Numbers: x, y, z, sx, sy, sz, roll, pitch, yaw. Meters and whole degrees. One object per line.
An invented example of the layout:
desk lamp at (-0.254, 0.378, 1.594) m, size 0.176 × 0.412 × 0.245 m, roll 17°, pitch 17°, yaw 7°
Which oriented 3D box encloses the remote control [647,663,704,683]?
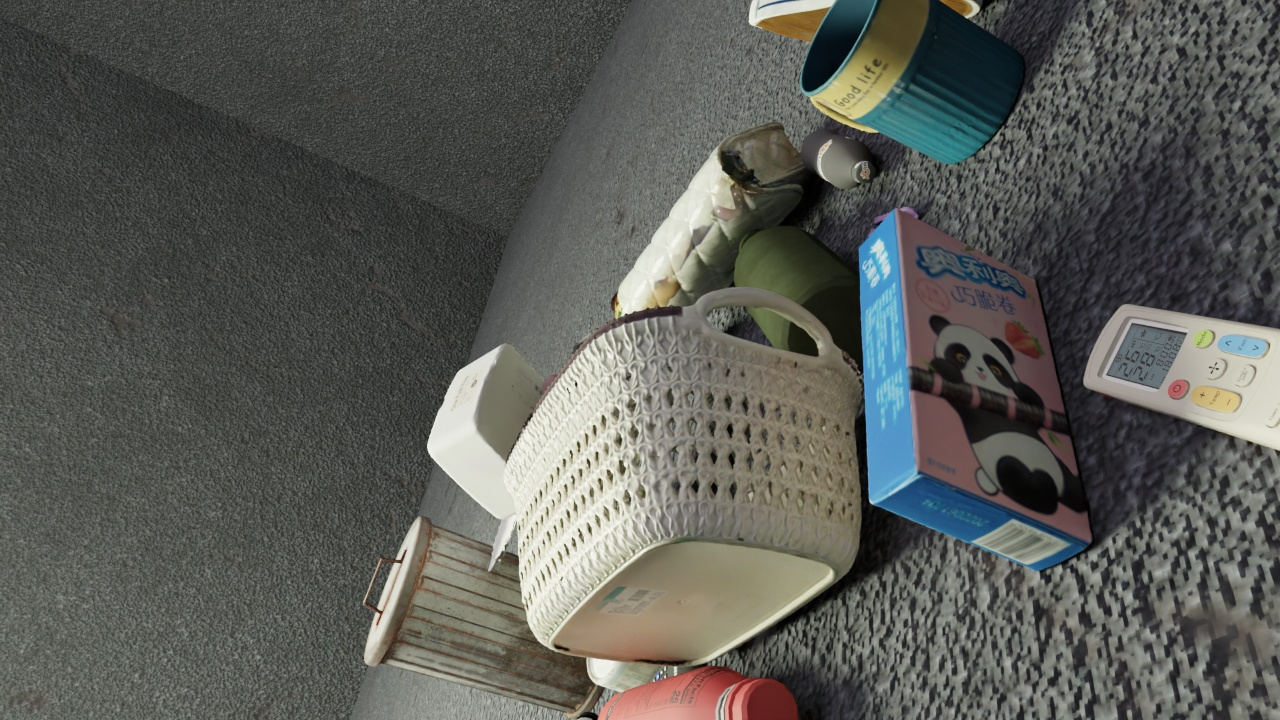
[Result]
remote control at (0.004, 0.258, 0.667) m, size 0.147 × 0.015 × 0.033 m, roll -57°, pitch 18°, yaw 33°

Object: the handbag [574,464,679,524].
handbag at (-0.021, 0.127, 0.747) m, size 0.081 × 0.119 × 0.111 m, roll -61°, pitch 13°, yaw 0°

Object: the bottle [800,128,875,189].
bottle at (0.152, -0.152, 0.697) m, size 0.036 × 0.036 × 0.109 m, roll -63°, pitch 16°, yaw 16°

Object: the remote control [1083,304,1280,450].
remote control at (0.207, 0.005, 0.325) m, size 0.038 × 0.018 × 0.125 m, roll -66°, pitch 14°, yaw 5°

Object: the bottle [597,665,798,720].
bottle at (0.032, 0.216, 0.541) m, size 0.177 × 0.062 × 0.062 m, roll -45°, pitch 27°, yaw 55°

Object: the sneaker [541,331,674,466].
sneaker at (-0.004, 0.005, 0.756) m, size 0.099 × 0.089 × 0.235 m, roll -43°, pitch -4°, yaw 28°

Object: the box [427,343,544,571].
box at (-0.100, 0.085, 0.732) m, size 0.111 × 0.101 × 0.189 m, roll -77°, pitch -25°, yaw -52°

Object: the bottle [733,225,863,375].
bottle at (0.107, -0.053, 0.648) m, size 0.071 × 0.071 × 0.206 m, roll -63°, pitch 16°, yaw 17°

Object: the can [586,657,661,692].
can at (-0.005, 0.213, 0.710) m, size 0.086 × 0.043 × 0.086 m, roll -56°, pitch 19°, yaw 31°

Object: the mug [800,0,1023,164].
mug at (0.160, -0.176, 0.574) m, size 0.114 × 0.107 × 0.083 m, roll 160°, pitch 129°, yaw -70°

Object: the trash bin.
trash bin at (-0.137, 0.229, 0.817) m, size 0.131 × 0.211 × 0.130 m, roll -58°, pitch 17°, yaw 31°

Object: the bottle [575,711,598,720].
bottle at (-0.053, 0.308, 0.701) m, size 0.041 × 0.041 × 0.116 m, roll -64°, pitch -7°, yaw 13°

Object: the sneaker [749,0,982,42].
sneaker at (0.179, -0.318, 0.718) m, size 0.294 × 0.120 × 0.127 m, roll -148°, pitch 68°, yaw -72°

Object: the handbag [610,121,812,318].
handbag at (0.066, -0.109, 0.799) m, size 0.138 × 0.072 × 0.195 m, roll -31°, pitch -16°, yaw -44°

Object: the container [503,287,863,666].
container at (0.021, 0.086, 0.558) m, size 0.252 × 0.184 × 0.143 m, roll 127°, pitch 150°, yaw -46°

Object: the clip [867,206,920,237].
clip at (0.166, -0.087, 0.607) m, size 0.033 × 0.013 × 0.051 m, roll -67°, pitch 13°, yaw -2°

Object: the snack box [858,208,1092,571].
snack box at (0.143, 0.007, 0.408) m, size 0.033 × 0.088 × 0.153 m, roll -50°, pitch 22°, yaw 46°
